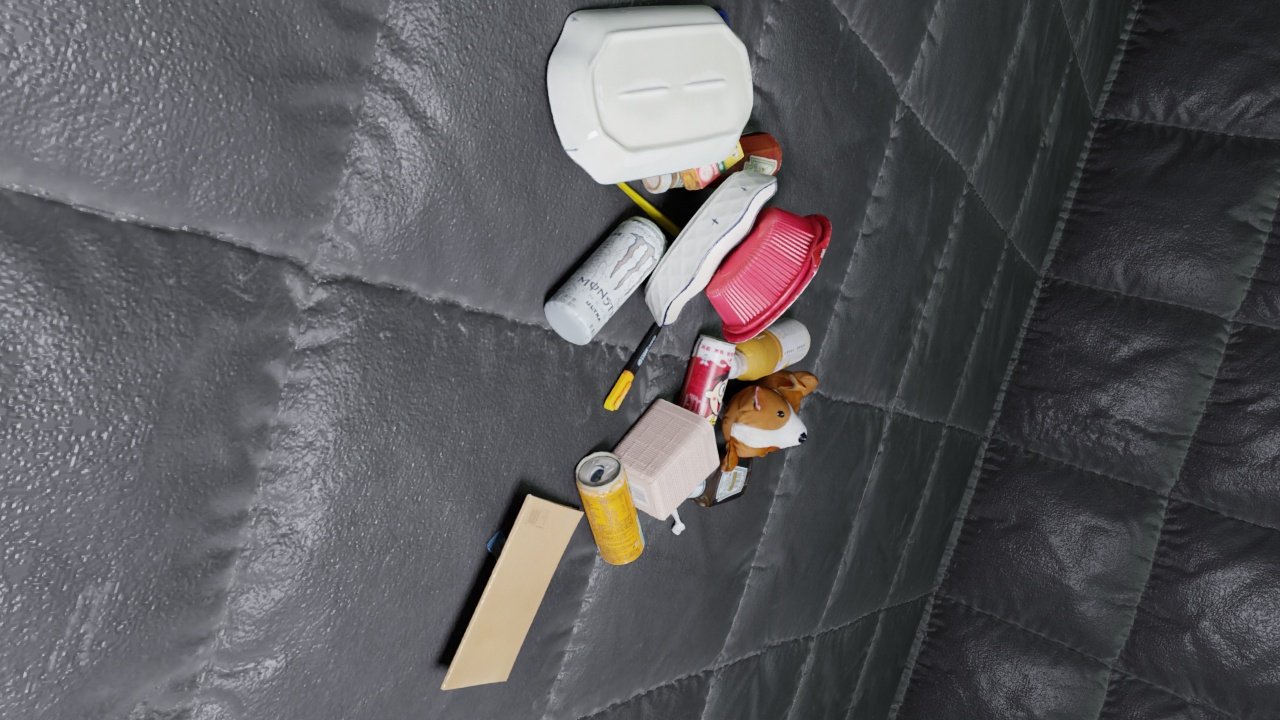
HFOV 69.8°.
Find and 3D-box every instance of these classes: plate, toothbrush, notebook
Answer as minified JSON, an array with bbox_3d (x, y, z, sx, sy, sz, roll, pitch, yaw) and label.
[{"bbox_3d":[0.073,-0.128,1.018,0.204,0.045,0.205,-50,175,-6],"label":"plate"},{"bbox_3d":[0.007,-0.172,1.001,0.190,0.016,0.016,30,75,-58],"label":"toothbrush"},{"bbox_3d":[-0.134,0.250,0.992,0.211,0.012,0.149,-66,159,-7],"label":"notebook"},{"bbox_3d":[0.042,0.206,1.217,0.016,0.016,0.180,-53,161,-14],"label":"toothbrush"},{"bbox_3d":[0.026,-0.264,0.894,0.265,0.034,0.162,-19,107,-39],"label":"plate"}]

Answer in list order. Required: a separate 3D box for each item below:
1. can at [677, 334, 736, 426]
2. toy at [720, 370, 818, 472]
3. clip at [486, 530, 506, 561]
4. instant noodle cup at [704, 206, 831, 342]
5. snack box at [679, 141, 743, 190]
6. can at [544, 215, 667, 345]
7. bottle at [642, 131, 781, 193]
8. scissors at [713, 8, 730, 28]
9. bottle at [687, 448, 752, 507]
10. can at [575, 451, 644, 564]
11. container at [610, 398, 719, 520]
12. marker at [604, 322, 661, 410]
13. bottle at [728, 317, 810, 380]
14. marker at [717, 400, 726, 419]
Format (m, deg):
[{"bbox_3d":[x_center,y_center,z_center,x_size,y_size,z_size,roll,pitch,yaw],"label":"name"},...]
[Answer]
[{"bbox_3d":[0.082,0.036,1.189,0.053,0.053,0.133,6,102,-57],"label":"can"},{"bbox_3d":[0.179,0.081,1.278,0.199,0.130,0.140,-14,121,-58],"label":"toy"},{"bbox_3d":[-0.144,0.208,0.977,0.027,0.045,0.058,-51,149,-31],"label":"clip"},{"bbox_3d":[0.143,-0.118,1.116,0.066,0.194,0.193,37,72,-17],"label":"instant noodle cup"},{"bbox_3d":[0.053,-0.266,0.962,0.076,0.027,0.156,-41,120,-31],"label":"snack box"},{"bbox_3d":[-0.034,-0.084,0.945,0.146,0.058,0.058,-50,143,-29],"label":"can"},{"bbox_3d":[0.082,-0.222,1.047,0.205,0.060,0.060,-22,124,-43],"label":"bottle"},{"bbox_3d":[0.088,-0.313,1.051,0.124,0.012,0.174,-38,137,-43],"label":"scissors"},{"bbox_3d":[0.092,0.167,1.285,0.194,0.044,0.080,-1,107,-55],"label":"bottle"},{"bbox_3d":[-0.035,0.177,1.084,0.058,0.058,0.146,-46,141,-33],"label":"can"},{"bbox_3d":[0.025,0.123,1.122,0.110,0.090,0.090,-44,140,-30],"label":"container"},{"bbox_3d":[-0.006,0.006,1.077,0.123,0.015,0.018,-59,151,-20],"label":"marker"},{"bbox_3d":[0.170,-0.013,1.282,0.189,0.068,0.068,-20,122,-51],"label":"bottle"},{"bbox_3d":[0.122,0.078,1.308,0.131,0.018,0.022,51,43,-54],"label":"marker"}]
